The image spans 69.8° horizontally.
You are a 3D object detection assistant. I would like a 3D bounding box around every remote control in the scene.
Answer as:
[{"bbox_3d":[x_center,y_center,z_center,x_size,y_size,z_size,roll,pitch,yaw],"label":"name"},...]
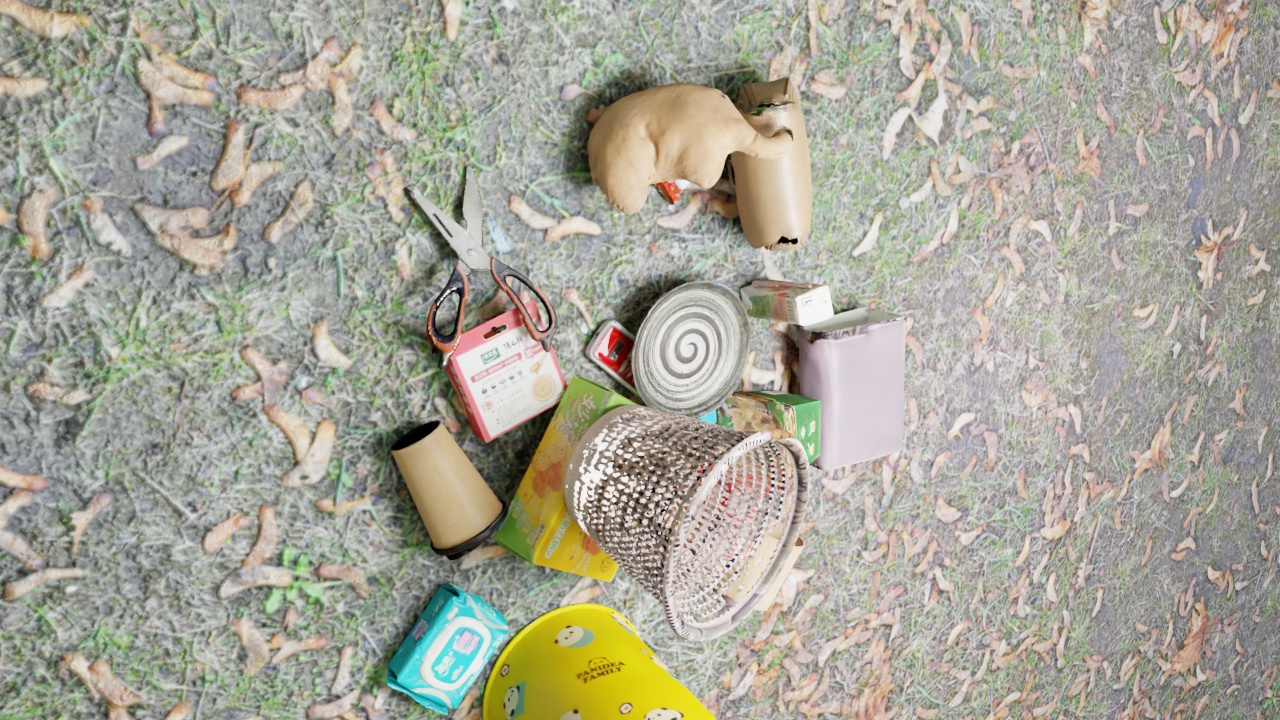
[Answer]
[{"bbox_3d":[-0.007,0.007,1.122,0.136,0.020,0.055,40,79,-31],"label":"remote control"}]

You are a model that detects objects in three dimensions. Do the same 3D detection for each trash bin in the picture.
[{"bbox_3d":[0.035,0.146,0.959,0.226,0.192,0.228,-25,126,-40],"label":"trash bin"},{"bbox_3d":[-0.029,0.439,1.065,0.229,0.255,0.230,-7,104,-30],"label":"trash bin"}]

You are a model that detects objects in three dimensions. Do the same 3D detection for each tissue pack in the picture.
[{"bbox_3d":[-0.219,0.329,1.046,0.093,0.050,0.133,40,80,-32],"label":"tissue pack"}]

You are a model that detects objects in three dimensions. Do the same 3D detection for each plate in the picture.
[{"bbox_3d":[0.061,-0.012,1.129,0.179,0.024,0.179,-10,109,-30],"label":"plate"}]

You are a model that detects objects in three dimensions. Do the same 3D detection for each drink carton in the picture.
[{"bbox_3d":[0.182,-0.076,1.157,0.053,0.123,0.045,-19,108,-25],"label":"drink carton"}]

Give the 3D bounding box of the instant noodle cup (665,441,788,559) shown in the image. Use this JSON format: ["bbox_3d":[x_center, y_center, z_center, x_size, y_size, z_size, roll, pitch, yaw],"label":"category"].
[{"bbox_3d":[0.096,0.168,1.107,0.137,0.138,0.109,12,101,-33],"label":"instant noodle cup"}]

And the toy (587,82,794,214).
[{"bbox_3d":[0.051,-0.245,1.007,0.226,0.082,0.143,-15,76,10],"label":"toy"}]

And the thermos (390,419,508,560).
[{"bbox_3d":[-0.209,0.141,0.993,0.093,0.093,0.143,-34,108,-21],"label":"thermos"}]

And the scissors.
[{"bbox_3d":[-0.170,-0.092,0.968,0.189,0.015,0.226,15,79,-20],"label":"scissors"}]

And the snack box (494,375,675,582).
[{"bbox_3d":[-0.056,0.142,1.067,0.157,0.070,0.210,31,84,-51],"label":"snack box"}]

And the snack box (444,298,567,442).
[{"bbox_3d":[-0.153,0.008,1.019,0.113,0.044,0.127,-28,115,-23],"label":"snack box"}]

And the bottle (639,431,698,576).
[{"bbox_3d":[0.048,0.179,1.180,0.079,0.044,0.195,9,95,-31],"label":"bottle"}]

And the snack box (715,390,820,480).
[{"bbox_3d":[0.175,0.090,1.205,0.105,0.118,0.117,-15,110,-41],"label":"snack box"}]

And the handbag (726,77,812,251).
[{"bbox_3d":[0.154,-0.229,1.100,0.100,0.147,0.204,-8,106,9],"label":"handbag"}]

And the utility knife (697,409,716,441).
[{"bbox_3d":[0.084,0.035,1.185,0.034,0.018,0.187,-16,110,-28],"label":"utility knife"}]

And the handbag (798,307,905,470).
[{"bbox_3d":[0.283,0.038,1.258,0.144,0.098,0.197,-14,109,-30],"label":"handbag"}]

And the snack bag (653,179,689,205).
[{"bbox_3d":[0.058,-0.235,1.104,0.105,0.026,0.045,-48,111,-15],"label":"snack bag"}]

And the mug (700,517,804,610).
[{"bbox_3d":[0.145,0.267,1.224,0.124,0.084,0.103,17,103,-37],"label":"mug"}]
